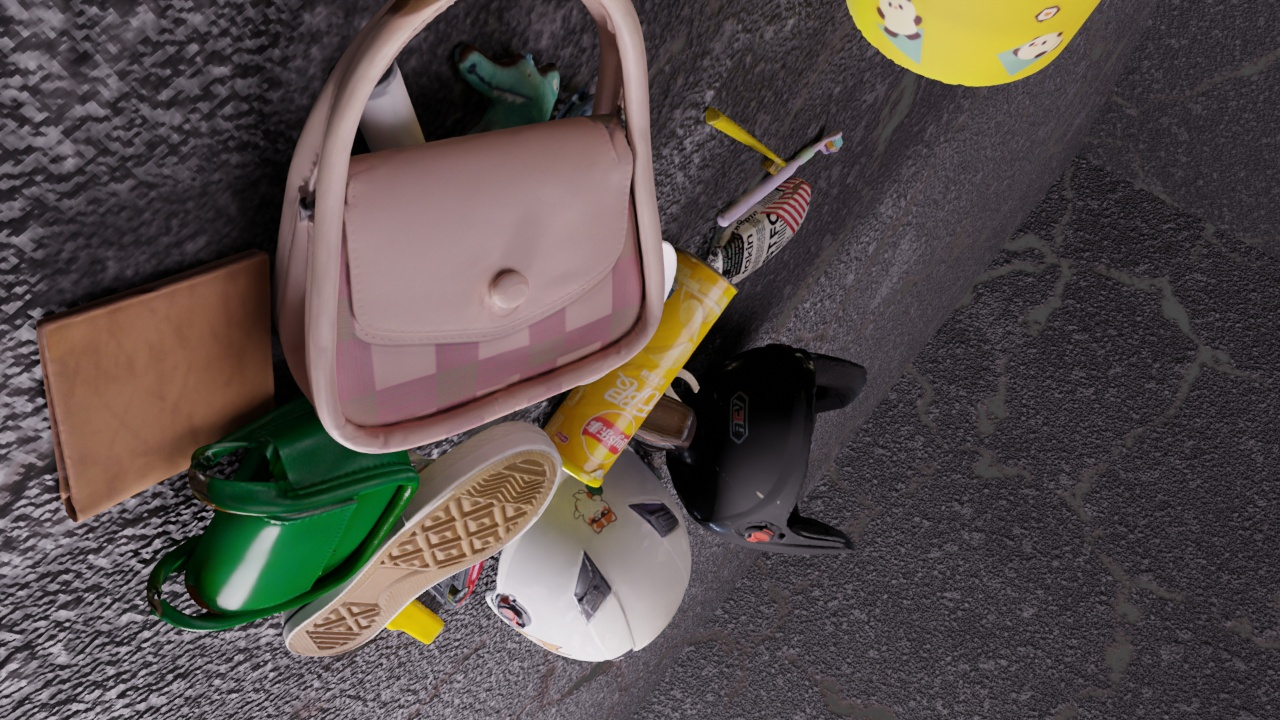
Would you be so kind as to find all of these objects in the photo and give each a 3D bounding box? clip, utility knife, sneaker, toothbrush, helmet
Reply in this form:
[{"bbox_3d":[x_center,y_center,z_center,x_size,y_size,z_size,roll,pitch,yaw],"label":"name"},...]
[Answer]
[{"bbox_3d":[0.027,0.015,0.896,0.035,0.095,0.102,-50,171,-11],"label":"clip"},{"bbox_3d":[-0.202,0.227,0.806,0.033,0.015,0.156,-41,158,-16],"label":"utility knife"},{"bbox_3d":[-0.154,0.101,0.601,0.241,0.087,0.118,-39,142,21],"label":"sneaker"},{"bbox_3d":[0.091,-0.184,0.781,0.017,0.015,0.189,-52,161,15],"label":"toothbrush"},{"bbox_3d":[0.140,0.100,1.053,0.275,0.230,0.233,65,30,-65],"label":"helmet"},{"bbox_3d":[-0.112,-0.073,0.489,0.221,0.027,0.026,84,20,-62],"label":"toothbrush"},{"bbox_3d":[0.136,-0.175,0.887,0.188,0.021,0.029,-38,166,-31],"label":"toothbrush"},{"bbox_3d":[-0.032,0.221,0.967,0.229,0.157,0.275,-44,158,-27],"label":"helmet"}]

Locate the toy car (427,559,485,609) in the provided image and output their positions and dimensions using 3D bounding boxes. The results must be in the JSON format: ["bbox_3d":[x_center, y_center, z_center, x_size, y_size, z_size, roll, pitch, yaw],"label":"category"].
[{"bbox_3d":[-0.150,0.152,0.746,0.045,0.053,0.121,-37,157,-42],"label":"toy car"}]

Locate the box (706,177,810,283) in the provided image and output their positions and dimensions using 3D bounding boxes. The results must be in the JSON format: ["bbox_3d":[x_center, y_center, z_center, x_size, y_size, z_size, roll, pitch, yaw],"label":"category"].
[{"bbox_3d":[0.120,-0.125,0.897,0.163,0.052,0.069,-40,138,-32],"label":"box"}]

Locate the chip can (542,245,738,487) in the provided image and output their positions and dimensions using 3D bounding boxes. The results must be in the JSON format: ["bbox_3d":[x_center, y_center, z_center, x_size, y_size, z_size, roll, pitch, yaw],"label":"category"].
[{"bbox_3d":[-0.005,0.005,0.799,0.213,0.072,0.072,-55,160,1],"label":"chip can"}]

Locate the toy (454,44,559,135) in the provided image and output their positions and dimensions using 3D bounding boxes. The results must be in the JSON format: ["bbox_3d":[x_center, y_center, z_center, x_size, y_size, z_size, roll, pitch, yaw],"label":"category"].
[{"bbox_3d":[-0.076,-0.124,0.488,0.092,0.030,0.096,-60,152,5],"label":"toy"}]

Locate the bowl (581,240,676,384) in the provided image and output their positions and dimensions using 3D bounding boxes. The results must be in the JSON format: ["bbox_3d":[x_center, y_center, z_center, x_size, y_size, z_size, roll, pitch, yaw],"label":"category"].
[{"bbox_3d":[-0.036,-0.049,0.645,0.118,0.065,0.118,-45,159,-22],"label":"bowl"}]

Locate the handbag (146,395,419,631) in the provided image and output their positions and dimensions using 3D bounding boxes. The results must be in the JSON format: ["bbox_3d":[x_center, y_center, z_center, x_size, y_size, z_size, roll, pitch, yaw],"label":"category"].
[{"bbox_3d":[-0.190,0.078,0.485,0.120,0.068,0.132,-15,152,-52],"label":"handbag"}]

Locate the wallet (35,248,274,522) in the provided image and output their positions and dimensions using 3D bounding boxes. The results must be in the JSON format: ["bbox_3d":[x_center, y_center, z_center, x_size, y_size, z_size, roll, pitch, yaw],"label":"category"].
[{"bbox_3d":[-0.213,0.010,0.415,0.101,0.020,0.115,-32,149,-47],"label":"wallet"}]

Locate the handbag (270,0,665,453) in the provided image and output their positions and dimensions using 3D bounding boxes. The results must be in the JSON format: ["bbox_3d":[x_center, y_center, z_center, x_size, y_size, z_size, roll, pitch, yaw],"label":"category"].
[{"bbox_3d":[-0.070,-0.077,0.421,0.192,0.093,0.235,-20,144,-31],"label":"handbag"}]

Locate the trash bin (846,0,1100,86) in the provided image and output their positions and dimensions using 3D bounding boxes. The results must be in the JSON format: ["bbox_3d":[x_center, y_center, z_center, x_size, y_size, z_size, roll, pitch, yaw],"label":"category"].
[{"bbox_3d":[0.251,-0.338,0.605,0.229,0.229,0.256,-47,165,-18],"label":"trash bin"}]

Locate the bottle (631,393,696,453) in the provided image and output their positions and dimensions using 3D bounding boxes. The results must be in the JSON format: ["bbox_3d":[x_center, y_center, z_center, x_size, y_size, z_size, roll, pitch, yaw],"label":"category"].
[{"bbox_3d":[0.014,0.069,0.937,0.195,0.080,0.044,90,20,-79],"label":"bottle"}]

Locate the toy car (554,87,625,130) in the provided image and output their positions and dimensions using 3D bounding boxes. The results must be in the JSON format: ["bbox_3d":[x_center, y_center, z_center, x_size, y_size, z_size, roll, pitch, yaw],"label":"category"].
[{"bbox_3d":[-0.028,-0.130,0.575,0.054,0.037,0.120,-55,170,2],"label":"toy car"}]
